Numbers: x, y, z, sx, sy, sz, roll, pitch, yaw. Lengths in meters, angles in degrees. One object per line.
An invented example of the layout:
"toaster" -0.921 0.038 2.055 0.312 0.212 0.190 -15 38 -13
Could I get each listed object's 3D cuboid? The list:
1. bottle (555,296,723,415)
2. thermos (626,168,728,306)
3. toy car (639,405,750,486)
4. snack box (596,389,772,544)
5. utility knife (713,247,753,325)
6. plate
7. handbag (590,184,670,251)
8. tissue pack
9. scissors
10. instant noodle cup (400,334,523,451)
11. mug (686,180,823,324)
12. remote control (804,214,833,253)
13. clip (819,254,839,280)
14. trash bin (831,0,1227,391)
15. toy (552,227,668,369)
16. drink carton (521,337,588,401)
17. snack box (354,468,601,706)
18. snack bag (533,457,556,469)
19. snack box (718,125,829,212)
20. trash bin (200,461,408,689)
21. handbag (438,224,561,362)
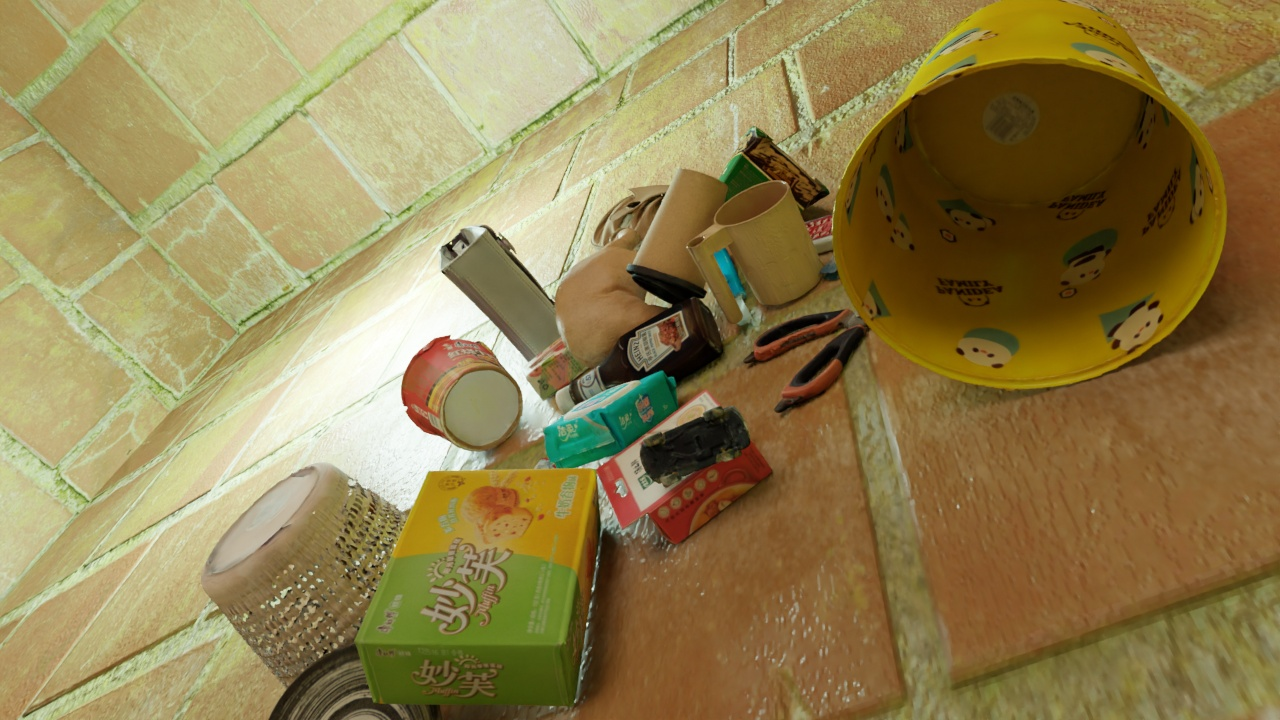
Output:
"bottle" -0.006 0.006 0.996 0.195 0.044 0.079 -29 50 21
"thermos" 0.045 -0.133 1.012 0.093 0.093 0.143 19 89 63
"toy car" 0.043 0.066 0.726 0.091 0.043 0.034 -26 0 16
"snack box" 0.034 0.095 0.790 0.127 0.044 0.113 -36 24 1
"utility knife" 0.104 -0.085 1.058 0.034 0.018 0.213 -33 25 10
"plate" -0.225 0.313 0.717 0.180 0.024 0.179 -12 57 19
"handbag" 0.018 -0.184 1.259 0.147 0.100 0.205 -48 29 -15
"tissue pack" -0.027 0.057 0.904 0.093 0.050 0.133 -21 7 36
"scissors" 0.187 -0.030 0.840 0.226 0.015 0.189 -44 24 -16
"instant noodle cup" -0.217 0.048 1.146 0.137 0.138 0.109 -44 33 -13
"mug" 0.120 -0.110 0.953 0.124 0.103 0.084 -37 27 -11
"remote control" 0.206 -0.141 1.009 0.136 0.020 0.055 -10 37 48
"clip" 0.208 -0.107 0.945 0.057 0.032 0.025 -48 23 -14
"trash bin" 0.278 -0.145 0.674 0.230 0.229 0.254 -21 23 34
"toy" -0.040 -0.085 1.110 0.143 0.083 0.225 -13 51 3
"drink carton" -0.090 -0.008 1.158 0.122 0.045 0.053 -38 22 0
"snack box" -0.119 0.176 0.749 0.158 0.070 0.209 -1 30 5
"snack bag" -0.109 0.135 0.947 0.045 0.026 0.105 -1 43 41
"snack box" 0.135 -0.189 1.081 0.105 0.118 0.117 -51 5 -2
"trash bin" -0.281 0.209 0.852 0.228 0.192 0.227 -31 24 15
"handbag" -0.181 -0.090 1.251 0.098 0.197 0.145 -44 24 -8
